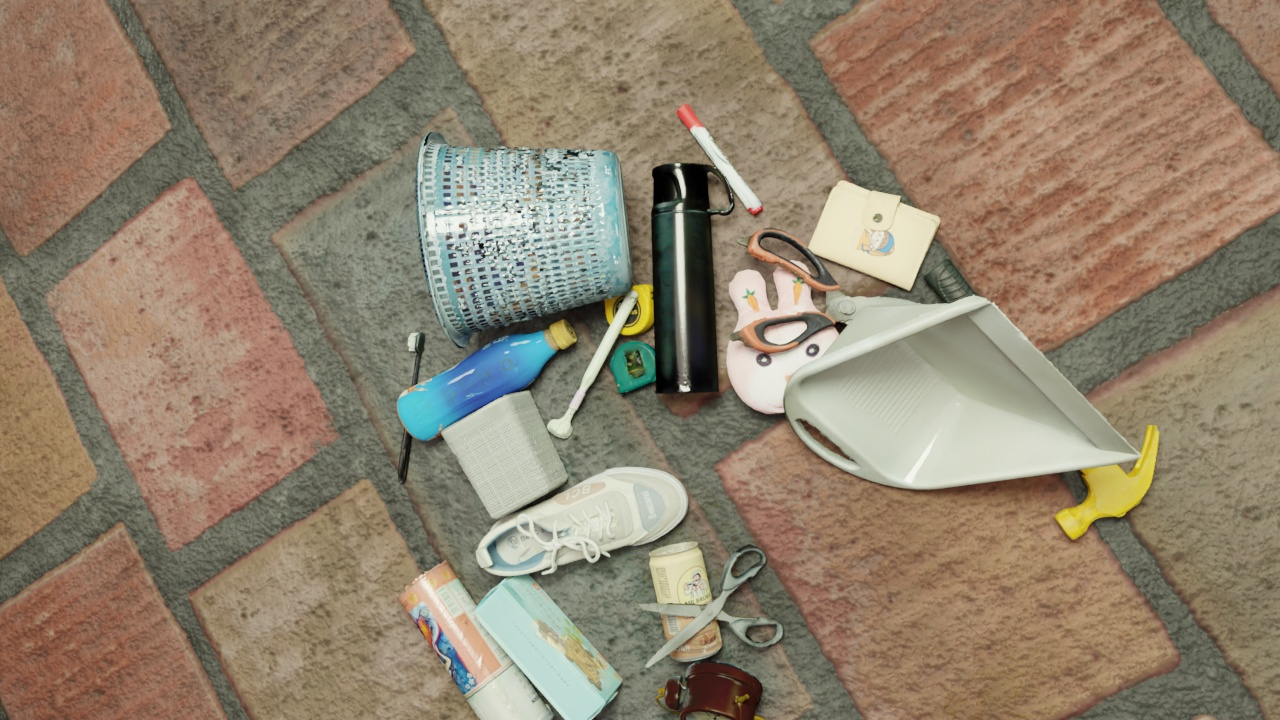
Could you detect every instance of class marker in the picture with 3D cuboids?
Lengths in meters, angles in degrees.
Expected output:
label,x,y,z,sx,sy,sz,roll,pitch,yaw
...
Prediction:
label,x,y,z,sx,sy,sz,roll,pitch,yaw
marker,0.086,-0.219,0.999,0.017,0.017,0.145,-37,81,11

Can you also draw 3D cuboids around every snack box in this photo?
label,x,y,z,sx,sy,sz,roll,pitch,yaw
snack box,-0.101,0.317,1.015,0.052,0.074,0.175,-46,80,10

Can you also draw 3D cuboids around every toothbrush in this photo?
label,x,y,z,sx,sy,sz,roll,pitch,yaw
toothbrush,-0.275,0.056,1.090,0.018,0.015,0.181,6,91,20
toothbrush,-0.050,0.004,1.015,0.029,0.020,0.190,23,108,-18

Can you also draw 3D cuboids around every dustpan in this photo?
label,x,y,z,sx,sy,sz,roll,pitch,yaw
dustpan,0.260,0.054,0.847,0.222,0.258,0.142,39,85,-20

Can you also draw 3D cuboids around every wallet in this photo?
label,x,y,z,sx,sy,sz,roll,pitch,yaw
wallet,0.244,-0.134,0.956,0.115,0.024,0.087,23,94,14

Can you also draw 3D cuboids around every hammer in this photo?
label,x,y,z,sx,sy,sz,roll,pitch,yaw
hammer,0.389,0.024,0.913,0.129,0.032,0.300,-38,81,11

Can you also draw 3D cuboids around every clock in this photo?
label,x,y,z,sx,sy,sz,roll,pitch,yaw
clock,0.073,0.359,0.965,0.122,0.055,0.082,-12,131,31

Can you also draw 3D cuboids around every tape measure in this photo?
label,x,y,z,sx,sy,sz,roll,pitch,yaw
tape measure,-0.006,0.006,1.017,0.058,0.025,0.054,-22,85,12
tape measure,-0.009,-0.057,1.015,0.060,0.028,0.057,-4,92,29

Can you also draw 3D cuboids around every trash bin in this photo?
label,x,y,z,sx,sy,sz,roll,pitch,yaw
trash bin,-0.110,-0.133,0.963,0.195,0.226,0.226,-5,88,1

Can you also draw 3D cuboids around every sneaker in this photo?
label,x,y,z,sx,sy,sz,roll,pitch,yaw
sneaker,-0.069,0.178,0.999,0.242,0.090,0.089,-19,86,13

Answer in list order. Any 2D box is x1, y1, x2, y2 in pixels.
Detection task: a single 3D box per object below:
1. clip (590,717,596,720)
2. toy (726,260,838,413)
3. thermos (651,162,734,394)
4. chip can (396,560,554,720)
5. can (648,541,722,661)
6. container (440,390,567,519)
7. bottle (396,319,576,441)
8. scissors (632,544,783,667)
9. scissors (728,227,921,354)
label,x,y,z,sx,sy,sz,roll,pitch,yaw
clip,-0.059,0.410,1.032,0.058,0.043,0.027,43,102,18
toy,0.146,-0.025,0.966,0.121,0.054,0.159,-13,80,6
thermos,0.056,-0.086,0.978,0.090,0.068,0.242,-1,90,20
chip can,-0.188,0.334,1.038,0.071,0.071,0.214,-39,81,11
can,0.048,0.258,0.985,0.058,0.058,0.116,-14,86,14
container,-0.146,0.106,1.021,0.090,0.090,0.114,-29,86,13
bottle,-0.171,0.018,1.038,0.219,0.065,0.065,-28,83,13
scissors,0.077,0.264,0.959,0.159,0.014,0.180,42,70,-11
scissors,0.189,-0.059,0.939,0.227,0.015,0.189,-17,78,-11
